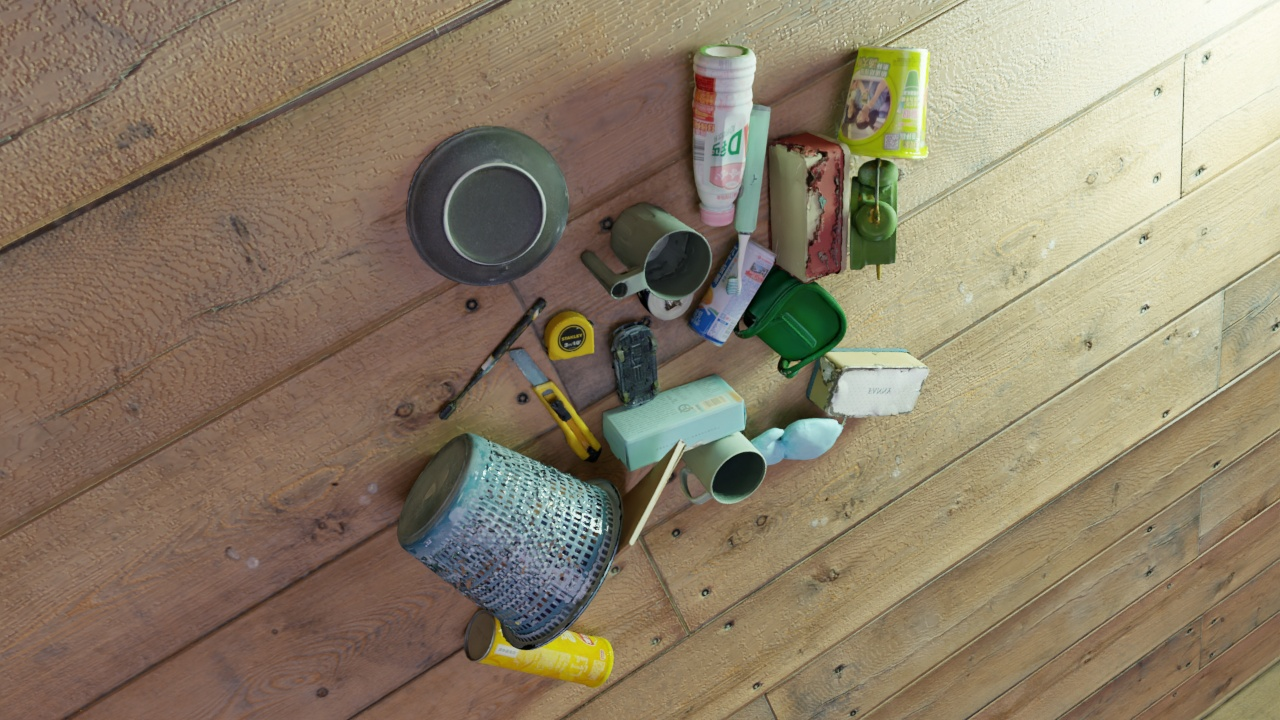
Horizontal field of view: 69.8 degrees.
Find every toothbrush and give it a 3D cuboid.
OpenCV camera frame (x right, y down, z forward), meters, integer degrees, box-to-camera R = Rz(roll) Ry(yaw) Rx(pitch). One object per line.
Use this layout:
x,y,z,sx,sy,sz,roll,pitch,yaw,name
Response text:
0.126,-0.186,1.082,0.027,0.026,0.225,2,105,-15,toothbrush
-0.172,-0.001,1.067,0.012,0.017,0.186,42,94,-1,toothbrush

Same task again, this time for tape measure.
-0.085,-0.030,1.087,0.060,0.029,0.057,-13,123,-21,tape measure
0.031,-0.084,1.115,0.065,0.033,0.066,-32,126,-6,tape measure

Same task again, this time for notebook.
-0.015,0.196,1.133,0.012,0.212,0.149,32,56,-3,notebook

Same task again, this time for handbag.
0.196,-0.050,1.197,0.131,0.068,0.120,36,98,-37,handbag

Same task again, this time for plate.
-0.158,-0.158,0.980,0.179,0.024,0.180,-13,122,-21,plate

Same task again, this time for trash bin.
-0.164,0.193,1.077,0.195,0.226,0.227,37,97,-24,trash bin

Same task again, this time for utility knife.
-0.104,0.059,1.137,0.033,0.015,0.215,-38,127,-7,utility knife

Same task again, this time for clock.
0.286,-0.178,1.127,0.056,0.116,0.161,0,155,14,clock

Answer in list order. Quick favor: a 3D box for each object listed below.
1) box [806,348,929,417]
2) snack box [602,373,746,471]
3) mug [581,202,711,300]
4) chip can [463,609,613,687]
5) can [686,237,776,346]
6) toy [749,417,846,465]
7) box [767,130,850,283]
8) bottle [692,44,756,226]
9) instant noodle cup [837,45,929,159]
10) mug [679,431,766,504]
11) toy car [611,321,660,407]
0.333,0.032,1.322,0.184,0.061,0.090,1,117,-30,box
0.044,0.078,1.188,0.174,0.074,0.052,-18,123,-18,snack box
0.003,-0.118,1.036,0.123,0.103,0.084,-23,125,-13,mug
-0.139,0.405,1.281,0.213,0.072,0.072,26,103,-36,chip can
0.114,-0.087,1.143,0.053,0.053,0.135,22,105,-35,can
0.220,0.115,1.304,0.156,0.049,0.161,-25,154,13,toy
0.196,-0.182,1.108,0.076,0.091,0.168,-20,124,-20,box
0.091,-0.249,1.033,0.068,0.068,0.197,-14,125,-20,bottle
0.291,-0.307,1.082,0.111,0.112,0.123,-6,112,-25,instant noodle cup
0.096,0.138,1.228,0.112,0.106,0.082,-47,128,3,mug
-0.007,0.007,1.146,0.054,0.037,0.121,-21,132,-16,toy car
